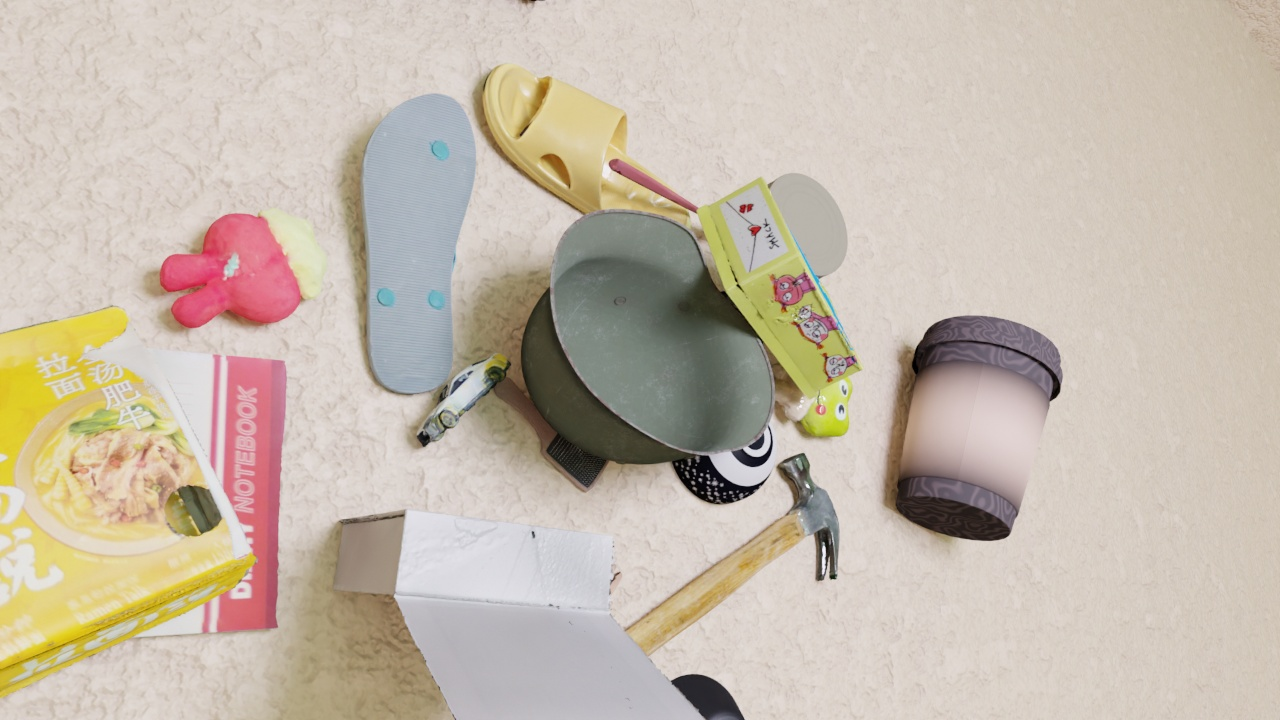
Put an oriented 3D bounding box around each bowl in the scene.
[{"bbox_3d":[0.095,0.083,0.939,0.120,0.067,0.120,11,69,-31],"label":"bowl"},{"bbox_3d":[0.065,0.352,0.840,0.124,0.053,0.124,11,69,-31],"label":"bowl"}]

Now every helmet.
[{"bbox_3d":[-0.005,0.005,0.838,0.267,0.154,0.226,18,56,-31],"label":"helmet"}]

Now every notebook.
[{"bbox_3d":[-0.341,0.093,0.669,0.152,0.012,0.208,5,71,-31],"label":"notebook"}]

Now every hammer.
[{"bbox_3d":[0.087,0.218,0.914,0.329,0.033,0.132,-26,92,-37],"label":"hammer"}]

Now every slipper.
[{"bbox_3d":[-0.043,-0.206,0.931,0.263,0.079,0.099,36,58,-23],"label":"slipper"},{"bbox_3d":[-0.206,-0.104,0.811,0.098,0.055,0.268,8,82,-30],"label":"slipper"}]

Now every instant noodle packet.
[{"bbox_3d":[-0.379,0.078,0.599,0.162,0.084,0.221,-24,82,-37],"label":"instant noodle packet"}]

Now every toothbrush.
[{"bbox_3d":[0.033,-0.166,0.950,0.189,0.016,0.016,19,76,-48],"label":"toothbrush"}]

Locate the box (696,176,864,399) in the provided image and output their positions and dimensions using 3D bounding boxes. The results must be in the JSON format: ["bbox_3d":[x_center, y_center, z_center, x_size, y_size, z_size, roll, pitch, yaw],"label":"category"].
[{"bbox_3d":[0.146,-0.067,0.935,0.221,0.079,0.124,48,20,-50],"label":"box"}]

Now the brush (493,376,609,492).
[{"bbox_3d":[-0.083,0.063,0.855,0.135,0.015,0.049,44,55,-15],"label":"brush"}]

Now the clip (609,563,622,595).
[{"bbox_3d":[-0.044,0.202,0.834,0.045,0.025,0.060,53,46,-11],"label":"clip"}]

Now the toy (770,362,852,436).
[{"bbox_3d":[0.191,0.037,1.035,0.117,0.043,0.092,23,64,-25],"label":"toy"}]

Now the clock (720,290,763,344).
[{"bbox_3d":[0.073,-0.031,0.967,0.117,0.057,0.083,13,69,-31],"label":"clock"}]

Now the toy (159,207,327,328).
[{"bbox_3d":[-0.309,-0.071,0.723,0.134,0.045,0.091,-37,100,-41],"label":"toy"}]

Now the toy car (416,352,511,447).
[{"bbox_3d":[-0.156,0.031,0.795,0.033,0.048,0.105,47,54,-8],"label":"toy car"}]

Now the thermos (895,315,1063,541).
[{"bbox_3d":[0.393,0.084,1.090,0.172,0.173,0.225,31,66,-23],"label":"thermos"}]

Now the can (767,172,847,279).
[{"bbox_3d":[0.169,-0.144,1.059,0.127,0.073,0.127,11,69,-32],"label":"can"}]

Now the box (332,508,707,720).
[{"bbox_3d":[-0.069,0.165,0.595,0.166,0.419,0.108,13,85,-30],"label":"box"}]
